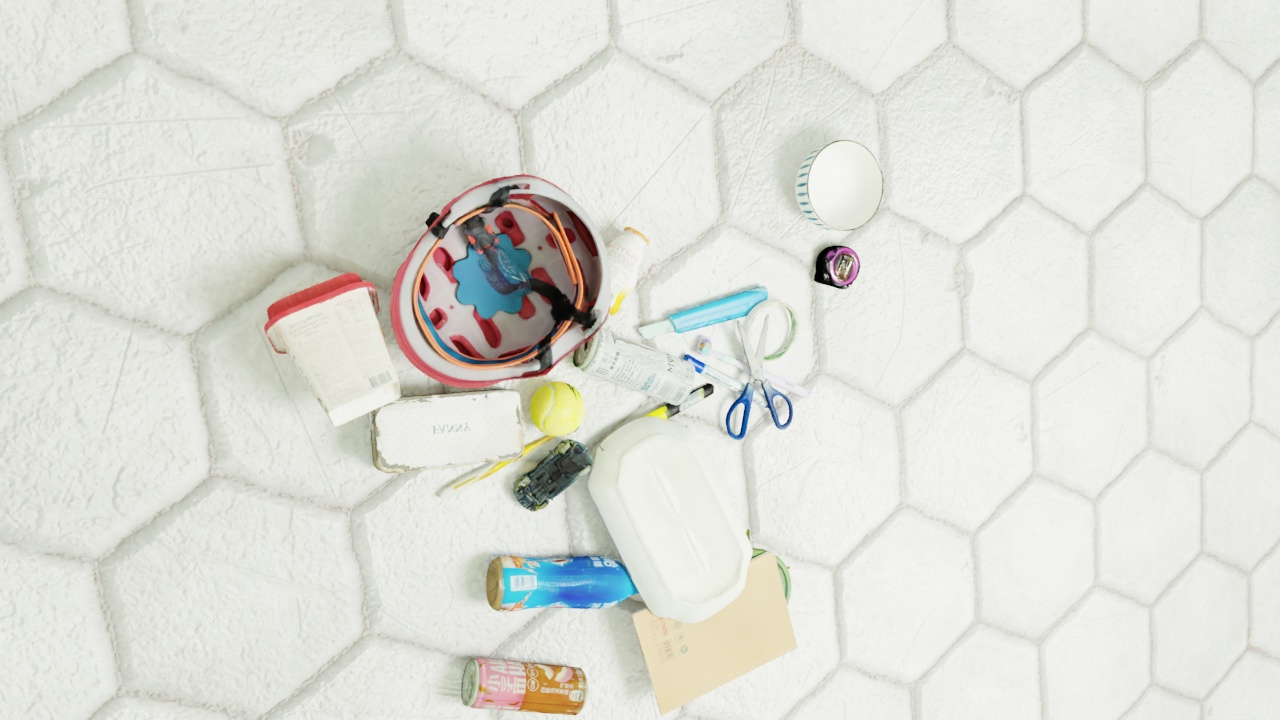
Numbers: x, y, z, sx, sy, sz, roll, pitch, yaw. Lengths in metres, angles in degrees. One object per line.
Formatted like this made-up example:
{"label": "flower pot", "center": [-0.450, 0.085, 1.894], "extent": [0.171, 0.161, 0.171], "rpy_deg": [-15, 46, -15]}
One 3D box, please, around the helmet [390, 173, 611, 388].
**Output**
{"label": "helmet", "center": [-0.156, -0.087, 1.010], "extent": [0.240, 0.144, 0.207], "rpy_deg": [-33, 108, -1]}

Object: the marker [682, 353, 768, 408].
{"label": "marker", "center": [0.116, 0.029, 1.204], "extent": [0.145, 0.017, 0.017], "rpy_deg": [27, 86, -23]}

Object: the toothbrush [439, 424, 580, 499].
{"label": "toothbrush", "center": [-0.153, 0.118, 1.100], "extent": [0.191, 0.018, 0.016], "rpy_deg": [-28, 105, -18]}

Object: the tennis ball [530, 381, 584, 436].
{"label": "tennis ball", "center": [-0.099, 0.057, 1.091], "extent": [0.065, 0.065, 0.065], "rpy_deg": [-3, 98, -23]}

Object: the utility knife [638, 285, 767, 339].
{"label": "utility knife", "center": [0.083, -0.058, 1.176], "extent": [0.187, 0.018, 0.034], "rpy_deg": [-17, 110, -21]}

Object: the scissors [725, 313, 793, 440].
{"label": "scissors", "center": [0.148, 0.030, 1.199], "extent": [0.160, 0.012, 0.163], "rpy_deg": [-47, 113, -3]}

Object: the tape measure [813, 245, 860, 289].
{"label": "tape measure", "center": [0.266, -0.126, 1.235], "extent": [0.057, 0.039, 0.058], "rpy_deg": [15, 91, -24]}

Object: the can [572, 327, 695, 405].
{"label": "can", "center": [-0.007, 0.007, 1.127], "extent": [0.146, 0.058, 0.058], "rpy_deg": [21, 88, -24]}

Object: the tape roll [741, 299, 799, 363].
{"label": "tape roll", "center": [0.171, -0.039, 1.209], "extent": [0.085, 0.014, 0.086], "rpy_deg": [-11, 114, -25]}

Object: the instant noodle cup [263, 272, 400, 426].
{"label": "instant noodle cup", "center": [-0.310, -0.007, 0.950], "extent": [0.116, 0.116, 0.124], "rpy_deg": [-25, 81, -18]}

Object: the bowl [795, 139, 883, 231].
{"label": "bowl", "center": [0.251, -0.226, 1.201], "extent": [0.116, 0.066, 0.116], "rpy_deg": [-2, 97, -22]}

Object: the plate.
{"label": "plate", "center": [0.044, 0.197, 1.137], "extent": [0.161, 0.034, 0.265], "rpy_deg": [-27, 94, -20]}

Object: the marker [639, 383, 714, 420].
{"label": "marker", "center": [0.044, 0.060, 1.180], "extent": [0.124, 0.015, 0.018], "rpy_deg": [-27, 97, -21]}

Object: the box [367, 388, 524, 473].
{"label": "box", "center": [-0.213, 0.077, 1.043], "extent": [0.184, 0.061, 0.090], "rpy_deg": [-2, 88, -24]}

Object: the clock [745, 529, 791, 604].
{"label": "clock", "center": [0.128, 0.316, 1.224], "extent": [0.116, 0.056, 0.161], "rpy_deg": [44, 80, -21]}

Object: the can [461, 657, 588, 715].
{"label": "can", "center": [-0.140, 0.399, 1.120], "extent": [0.147, 0.058, 0.058], "rpy_deg": [14, 91, -24]}

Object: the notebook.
{"label": "notebook", "center": [0.099, 0.350, 1.181], "extent": [0.207, 0.008, 0.148], "rpy_deg": [-20, 104, -19]}

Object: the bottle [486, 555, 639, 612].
{"label": "bottle", "center": [-0.077, 0.273, 1.129], "extent": [0.218, 0.065, 0.065], "rpy_deg": [5, 95, -24]}

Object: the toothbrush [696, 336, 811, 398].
{"label": "toothbrush", "center": [0.155, 0.014, 1.217], "extent": [0.189, 0.021, 0.029], "rpy_deg": [23, 68, -26]}

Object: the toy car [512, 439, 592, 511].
{"label": "toy car", "center": [-0.107, 0.137, 1.115], "extent": [0.105, 0.031, 0.049], "rpy_deg": [-39, 113, -6]}

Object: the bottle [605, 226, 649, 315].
{"label": "bottle", "center": [-0.032, -0.107, 1.099], "extent": [0.063, 0.063, 0.108], "rpy_deg": [36, 83, -23]}
